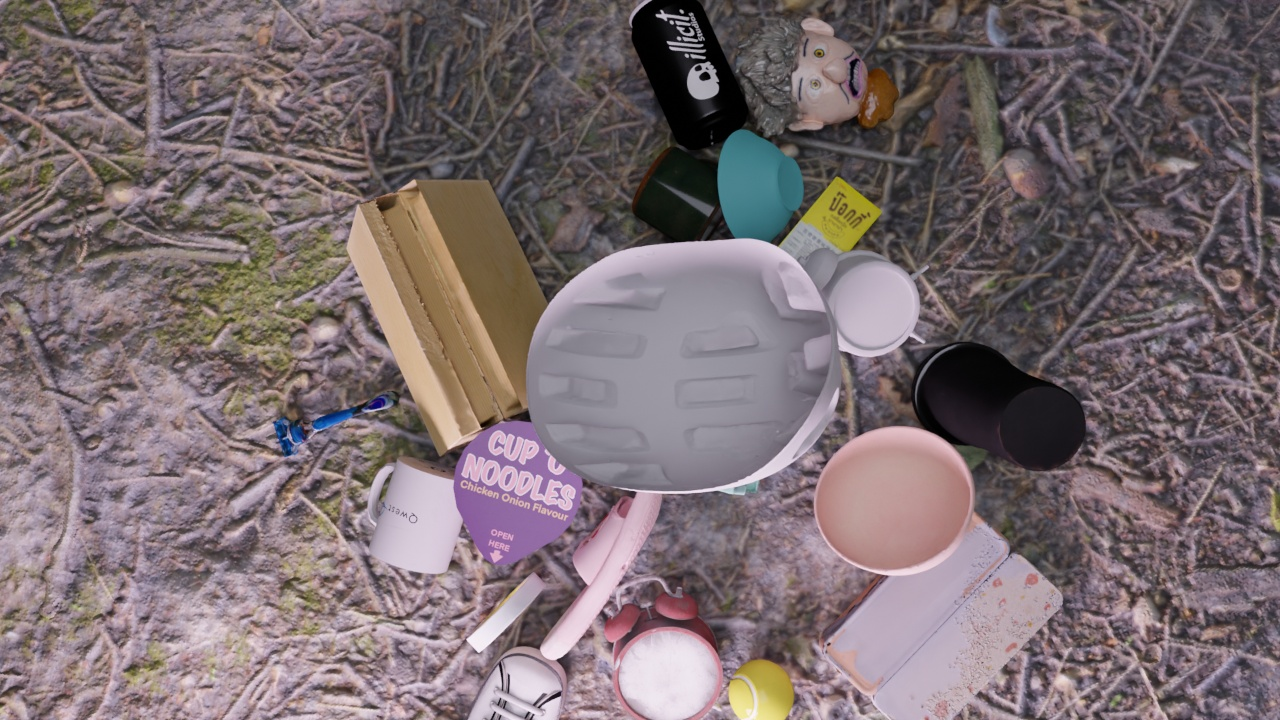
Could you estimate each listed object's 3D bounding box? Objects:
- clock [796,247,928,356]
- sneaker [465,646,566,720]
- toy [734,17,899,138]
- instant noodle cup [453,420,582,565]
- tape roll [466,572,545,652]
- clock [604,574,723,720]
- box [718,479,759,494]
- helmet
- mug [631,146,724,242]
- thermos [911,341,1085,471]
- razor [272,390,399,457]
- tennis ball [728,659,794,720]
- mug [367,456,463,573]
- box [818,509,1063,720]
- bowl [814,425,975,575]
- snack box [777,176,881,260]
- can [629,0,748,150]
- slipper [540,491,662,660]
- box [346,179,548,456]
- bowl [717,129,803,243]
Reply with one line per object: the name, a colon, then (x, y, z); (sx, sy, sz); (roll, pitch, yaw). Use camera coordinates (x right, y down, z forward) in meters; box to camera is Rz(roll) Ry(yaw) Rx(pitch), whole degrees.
clock: (0.205, -0.055, 0.922); (0.159, 0.061, 0.120); (-4, 104, -7)
sneaker: (-0.153, 0.413, 0.924); (0.091, 0.097, 0.245); (25, 90, 4)
toy: (0.182, -0.285, 0.940); (0.176, 0.076, 0.132); (10, 89, -4)
instant noodle cup: (-0.114, 0.127, 0.918); (0.122, 0.122, 0.137); (16, 89, 4)
tape roll: (-0.136, 0.254, 0.929); (0.094, 0.094, 0.019); (-45, 87, 1)
clock: (0.020, 0.289, 0.932); (0.110, 0.062, 0.157); (-17, 101, 3)
box: (0.105, 0.043, 0.956); (0.078, 0.079, 0.188); (6, 88, 45)
helmet: (0.035, 0.012, 0.823); (0.282, 0.184, 0.224); (-8, 68, 4)
mug: (0.051, -0.174, 0.944); (0.081, 0.085, 0.110); (33, 58, 6)
thermos: (0.329, 0.043, 0.850); (0.106, 0.218, 0.106); (0, 96, 2)
razor: (-0.327, 0.061, 0.986); (0.141, 0.018, 0.044); (-21, 86, 3)
tennis ball: (0.122, 0.336, 0.925); (0.065, 0.065, 0.065); (0, 88, 3)
mug: (-0.239, 0.153, 0.954); (0.120, 0.083, 0.096); (17, 89, 33)
box: (0.305, 0.266, 0.932); (0.151, 0.043, 0.216); (44, 91, -1)
bowl: (0.256, 0.147, 0.906); (0.153, 0.076, 0.152); (-14, 55, 22)
snack box: (0.179, -0.115, 0.955); (0.061, 0.025, 0.149); (40, 91, 4)
can: (0.049, -0.297, 0.941); (0.080, 0.080, 0.146); (-23, 85, 2)
slipper: (-0.041, 0.204, 0.923); (0.055, 0.106, 0.222); (31, 96, 4)
box: (-0.186, -0.050, 0.928); (0.184, 0.142, 0.248); (-26, 87, -4)
bowl: (0.129, -0.172, 0.911); (0.046, 0.121, 0.121); (-3, 87, 38)
